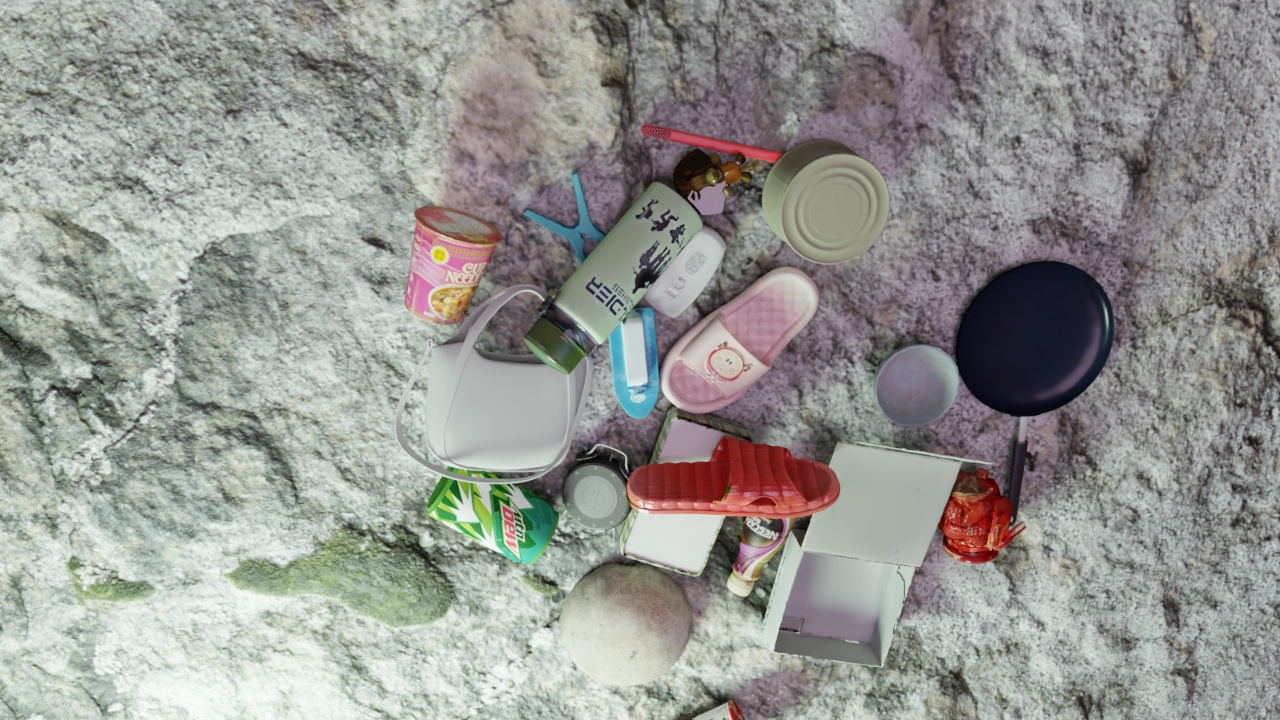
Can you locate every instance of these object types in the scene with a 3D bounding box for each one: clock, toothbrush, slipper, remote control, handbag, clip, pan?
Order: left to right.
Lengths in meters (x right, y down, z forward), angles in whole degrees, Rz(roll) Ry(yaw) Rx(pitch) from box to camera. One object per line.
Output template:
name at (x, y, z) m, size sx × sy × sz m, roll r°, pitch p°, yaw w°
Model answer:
handbag at (-0.158, 0.020, 1.046) m, size 0.215 × 0.095 × 0.223 m, roll 4°, pitch 109°, yaw -25°
clip at (-0.061, -0.154, 1.050) m, size 0.102 × 0.027 × 0.119 m, roll -34°, pitch 108°, yaw 9°
clock at (-0.048, 0.158, 1.137) m, size 0.091 × 0.043 × 0.123 m, roll 21°, pitch 104°, yaw 9°
remote control at (0.052, -0.105, 1.072) m, size 0.060 × 0.028 × 0.114 m, roll 33°, pitch 103°, yaw -14°
slipper at (0.105, 0.132, 1.067) m, size 0.249 × 0.103 × 0.059 m, roll -1°, pitch 122°, yaw 5°
toothbrush at (0.105, -0.240, 1.037) m, size 0.212 × 0.018 × 0.012 m, roll 10°, pitch 107°, yaw -8°
slipper at (0.122, -0.020, 1.093) m, size 0.222 × 0.055 × 0.107 m, roll -43°, pitch 109°, yaw 8°
pan at (0.488, 0.049, 1.164) m, size 0.198 × 0.021 × 0.357 m, roll -2°, pitch 108°, yaw -4°

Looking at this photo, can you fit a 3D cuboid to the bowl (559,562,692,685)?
bowl at (-0.016, 0.361, 1.197) m, size 0.178 × 0.081 × 0.179 m, roll -1°, pitch 110°, yaw -3°

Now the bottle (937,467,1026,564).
bottle at (0.431, 0.199, 1.172) m, size 0.099 × 0.099 × 0.111 m, roll -7°, pitch 113°, yaw -3°

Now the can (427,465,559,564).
can at (-0.179, 0.184, 1.121) m, size 0.144 × 0.083 × 0.083 m, roll 32°, pitch 103°, yaw -14°

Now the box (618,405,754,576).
box at (0.056, 0.164, 1.153) m, size 0.117 × 0.051 × 0.206 m, roll 17°, pitch 106°, yaw -7°

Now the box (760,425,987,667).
box at (0.285, 0.232, 1.169) m, size 0.166 × 0.098 × 0.369 m, roll 9°, pitch 114°, yaw -8°

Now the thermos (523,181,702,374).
thermos at (-0.035, -0.089, 1.012) m, size 0.082 × 0.082 × 0.231 m, roll 42°, pitch 85°, yaw -16°

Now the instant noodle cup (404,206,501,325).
instant noodle cup at (-0.216, -0.102, 1.021) m, size 0.097 × 0.097 × 0.109 m, roll 17°, pitch 113°, yaw -10°

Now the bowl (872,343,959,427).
bowl at (0.335, 0.026, 1.134) m, size 0.106 × 0.039 × 0.106 m, roll -1°, pitch 109°, yaw -4°

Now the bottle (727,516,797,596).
bottle at (0.156, 0.226, 1.176) m, size 0.059 × 0.059 × 0.166 m, roll 18°, pitch 107°, yaw -11°

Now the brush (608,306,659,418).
brush at (-0.006, 0.006, 1.080) m, size 0.055 × 0.075 × 0.136 m, roll -6°, pitch 108°, yaw -2°

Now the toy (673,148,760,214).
toy at (0.087, -0.204, 1.027) m, size 0.100 × 0.062 × 0.076 m, roll -21°, pitch 90°, yaw -4°

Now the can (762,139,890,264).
can at (0.208, -0.178, 1.031) m, size 0.127 × 0.073 × 0.128 m, roll -3°, pitch 114°, yaw -6°

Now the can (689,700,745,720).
can at (0.092, 0.531, 1.259) m, size 0.116 × 0.086 × 0.086 m, roll -27°, pitch 109°, yaw 5°
